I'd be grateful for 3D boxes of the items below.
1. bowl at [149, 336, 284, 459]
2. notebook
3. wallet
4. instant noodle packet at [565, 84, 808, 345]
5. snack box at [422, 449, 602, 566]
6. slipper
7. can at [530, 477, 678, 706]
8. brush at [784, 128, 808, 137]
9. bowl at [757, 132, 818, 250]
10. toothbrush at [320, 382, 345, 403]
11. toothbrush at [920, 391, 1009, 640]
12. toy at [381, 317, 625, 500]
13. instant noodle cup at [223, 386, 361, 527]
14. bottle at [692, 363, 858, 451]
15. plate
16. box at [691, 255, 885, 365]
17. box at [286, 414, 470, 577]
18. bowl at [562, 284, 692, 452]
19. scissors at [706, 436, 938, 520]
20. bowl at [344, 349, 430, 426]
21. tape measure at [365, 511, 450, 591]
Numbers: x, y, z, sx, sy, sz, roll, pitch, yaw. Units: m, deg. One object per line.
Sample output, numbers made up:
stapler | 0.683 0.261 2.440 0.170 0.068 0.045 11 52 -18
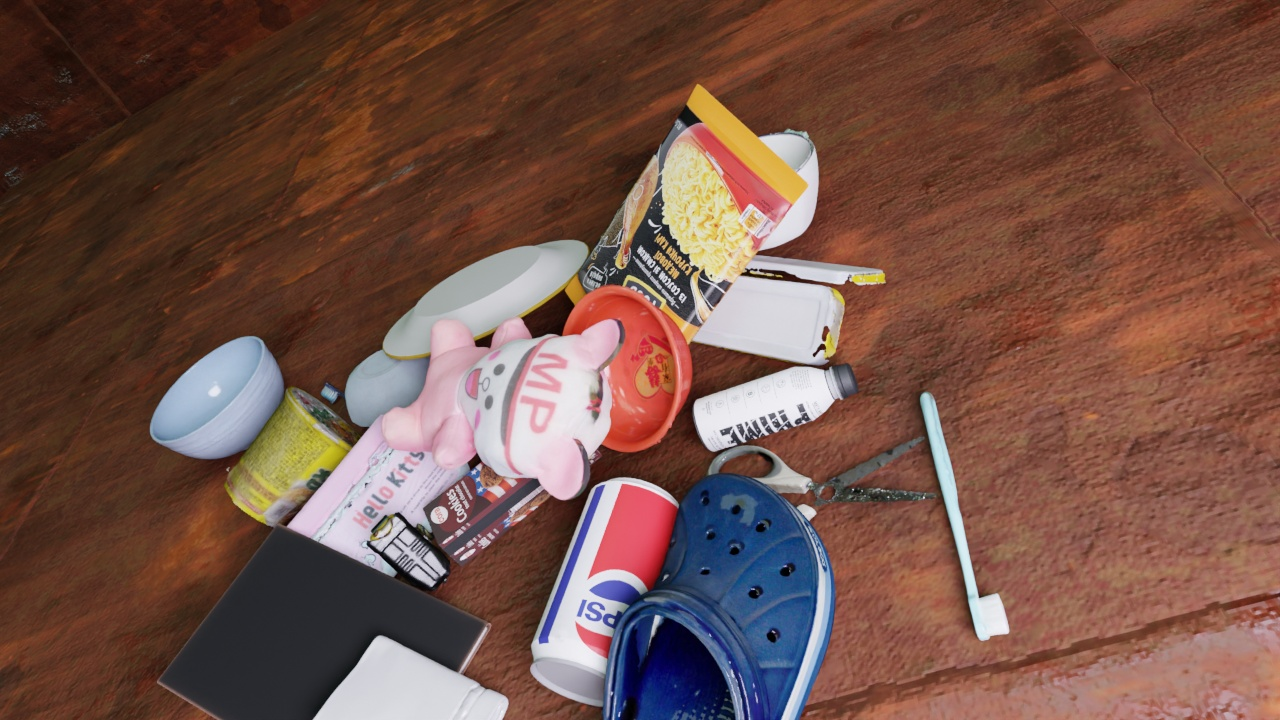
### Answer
bowl | -0.452 0.053 1.012 0.151 0.075 0.150 -21 39 17
notebook | -0.232 0.215 0.670 0.209 0.008 0.141 17 58 23
wallet | -0.153 0.240 0.609 0.116 0.032 0.086 17 51 29
instant noodle packet | 0.027 -0.096 0.758 0.221 0.032 0.159 -54 49 23
snack box | -0.104 0.098 0.740 0.141 0.032 0.051 -38 37 -5
slipper | 0.036 0.169 0.506 0.105 0.095 0.252 -5 52 33
can | -0.019 0.147 0.593 0.070 0.070 0.131 -6 45 31
brush | 0.085 -0.151 0.889 0.217 0.012 0.033 -46 39 -13
bowl | 0.105 -0.146 0.813 0.116 0.066 0.116 -17 33 11
toothbrush | -0.288 0.054 0.939 0.189 0.016 0.017 22 73 48
toothbrush | 0.190 0.084 0.552 0.017 0.016 0.180 -21 40 21
toy | -0.103 0.031 0.715 0.214 0.084 0.141 0 57 40
instant noodle cup | -0.328 0.095 0.866 0.108 0.102 0.102 -48 39 -4
bottle | 0.097 0.030 0.658 0.116 0.041 0.041 -20 40 18
plate | -0.159 -0.072 0.925 0.230 0.021 0.229 -21 24 9
box | 0.094 -0.050 0.764 0.211 0.080 0.084 14 98 45
box | -0.242 0.151 0.783 0.201 0.103 0.101 -54 2 -23
bowl | -0.004 0.004 0.721 0.131 0.130 0.045 10 14 43
scissors | 0.104 0.091 0.609 0.157 0.012 0.169 -48 39 -14
bowl | -0.249 0.017 0.913 0.106 0.039 0.106 -16 32 10
tape measure | -0.178 0.148 0.716 0.038 0.067 0.063 -49 10 -16
